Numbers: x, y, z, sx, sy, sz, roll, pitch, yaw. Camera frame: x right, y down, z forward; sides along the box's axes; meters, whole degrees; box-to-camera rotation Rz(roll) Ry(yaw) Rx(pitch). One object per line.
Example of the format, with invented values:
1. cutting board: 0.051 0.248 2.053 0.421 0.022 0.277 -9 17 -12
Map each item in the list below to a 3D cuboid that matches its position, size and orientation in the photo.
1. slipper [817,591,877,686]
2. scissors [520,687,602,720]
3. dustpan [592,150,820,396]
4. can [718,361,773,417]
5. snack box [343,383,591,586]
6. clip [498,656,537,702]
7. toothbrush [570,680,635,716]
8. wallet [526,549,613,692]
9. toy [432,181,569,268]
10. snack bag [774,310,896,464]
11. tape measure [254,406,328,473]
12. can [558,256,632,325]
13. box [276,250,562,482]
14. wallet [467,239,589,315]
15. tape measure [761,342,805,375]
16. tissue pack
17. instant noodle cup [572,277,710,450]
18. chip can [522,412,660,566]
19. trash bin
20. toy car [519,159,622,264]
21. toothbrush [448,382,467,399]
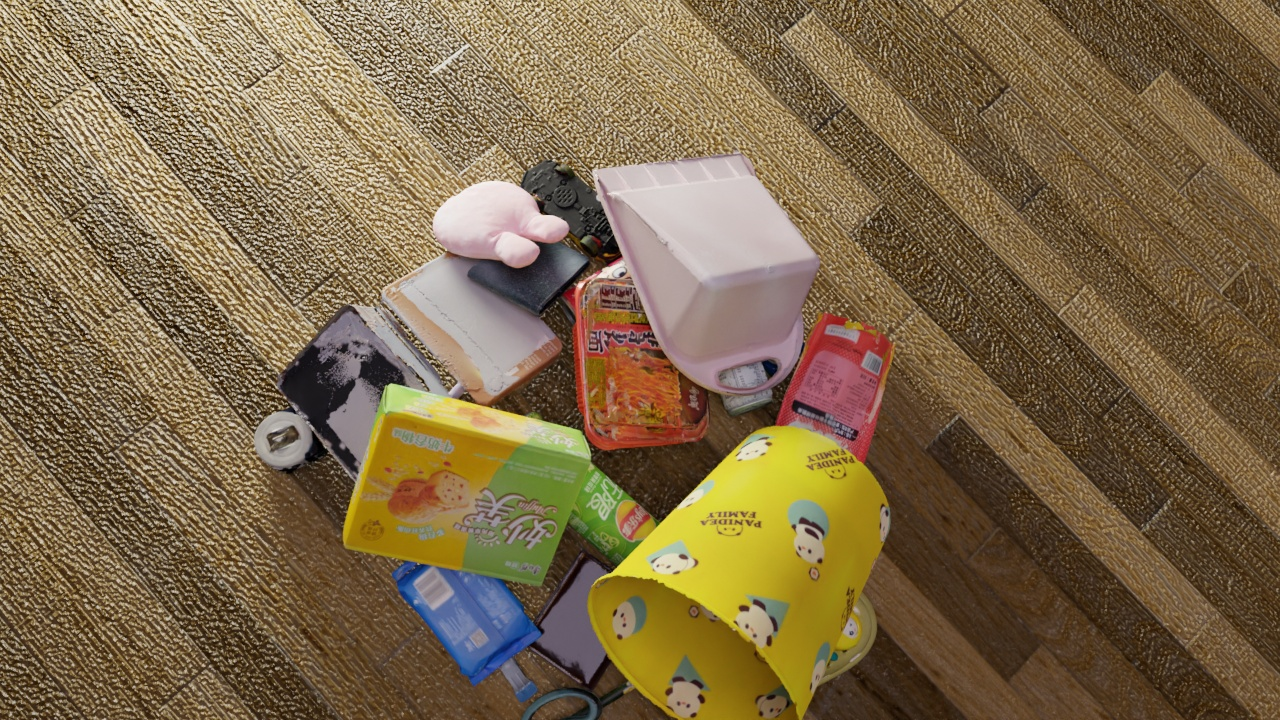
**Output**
1. slipper: 0.181 0.321 1.000 0.190 0.082 0.091 -32 85 -8
2. scissors: -0.095 0.440 0.975 0.172 0.019 0.179 -33 90 -3
3. dustpan: 0.077 -0.100 1.048 0.222 0.139 0.273 -11 50 -29
4. can: 0.106 -0.011 1.072 0.058 0.058 0.146 -17 81 -9
5. snack box: -0.173 0.127 0.921 0.210 0.070 0.158 16 108 -18
6. clip: -0.136 0.343 0.998 0.024 0.029 0.057 -35 93 -9
7. toothbrush: -0.018 0.360 1.007 0.185 0.017 0.012 -29 85 -8
8. wallet: -0.060 0.287 1.016 0.096 0.020 0.122 33 78 7
9. toy: -0.159 -0.152 1.040 0.159 0.054 0.121 31 59 33
10. snack bag: 0.222 0.055 1.070 0.128 0.073 0.207 22 82 -13
11. tape measure: -0.391 0.090 1.018 0.066 0.034 0.065 -27 80 -10
12. can: -0.027 -0.087 1.078 0.132 0.053 0.053 -33 83 -11
13. box: -0.239 0.002 1.003 0.273 0.124 0.179 -41 80 -13
14. wallet: -0.126 -0.108 1.059 0.097 0.019 0.120 30 46 9
15. tape measure: 0.162 -0.013 1.095 0.054 0.025 0.058 44 74 6
16. tissue pack: -0.187 0.262 0.990 0.095 0.052 0.157 -39 81 -10
17. instant noodle cup: -0.006 0.006 1.027 0.164 0.079 0.188 1 80 -32
18. chip can: -0.064 0.149 1.016 0.221 0.073 0.072 41 78 3
19. trash bin: 0.114 0.212 0.917 0.229 0.230 0.254 42 53 4
20. toy car: -0.075 -0.181 1.098 0.156 0.041 0.071 38 78 11
21. toothbrush: -0.169 -0.017 1.068 0.189 0.029 0.021 -51 124 -11
